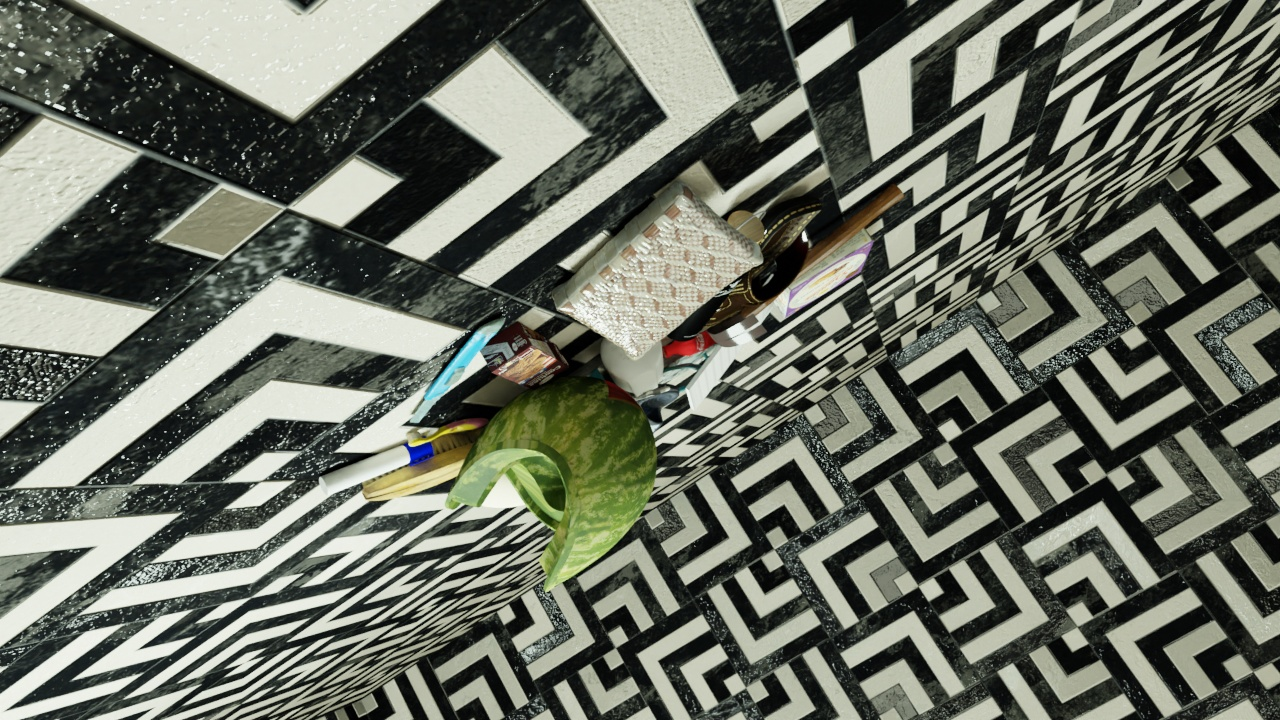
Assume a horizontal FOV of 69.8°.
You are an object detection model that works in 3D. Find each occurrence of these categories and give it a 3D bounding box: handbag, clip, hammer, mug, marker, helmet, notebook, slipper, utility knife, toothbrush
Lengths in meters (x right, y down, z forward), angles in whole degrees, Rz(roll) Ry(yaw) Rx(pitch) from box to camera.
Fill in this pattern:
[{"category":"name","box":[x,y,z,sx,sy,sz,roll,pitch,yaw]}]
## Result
[{"category":"handbag","box":[0.016,-0.086,0.915,0.124,0.047,0.186,33,122,-33]},{"category":"clip","box":[-0.039,0.029,1.321,0.113,0.028,0.127,-34,166,-13]},{"category":"hammer","box":[0.226,-0.131,1.261,0.323,0.033,0.115,-39,-159,4]},{"category":"mug","box":[-0.189,0.147,1.265,0.120,0.096,0.099,-43,155,23]},{"category":"marker","box":[-0.307,0.124,1.073,0.132,0.027,0.023,-21,177,-36]},{"category":"helmet","box":[-0.091,0.133,1.134,0.244,0.213,0.246,-58,168,20]},{"category":"notebook","box":[0.137,-0.023,1.380,0.209,0.009,0.143,-52,166,-8]},{"category":"slipper","box":[0.049,0.026,1.395,0.268,0.054,0.098,-23,163,-49]},{"category":"slipper","box":[-0.054,0.122,1.321,0.268,0.083,0.110,-31,161,9]},{"category":"utility knife","box":[-0.199,0.016,0.966,0.031,0.015,0.206,-11,157,-44]},{"category":"toothbrush","box":[-0.235,0.084,1.122,0.021,0.016,0.135,-42,165,30]},{"category":"slipper","box":[0.144,-0.104,1.148,0.112,0.075,0.269,-20,162,-38]}]

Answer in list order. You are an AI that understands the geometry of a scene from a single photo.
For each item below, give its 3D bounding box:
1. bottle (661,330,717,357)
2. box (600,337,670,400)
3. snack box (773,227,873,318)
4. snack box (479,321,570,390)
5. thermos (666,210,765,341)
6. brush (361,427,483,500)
[{"category":"bottle","box":[0.078,-0.028,1.348,0.118,0.036,0.036,-21,162,-36]},{"category":"box","box":[-0.007,0.010,1.197,0.083,0.092,0.166,-26,168,-2]},{"category":"snack box","box":[0.270,-0.135,1.380,0.143,0.040,0.148,-31,166,-2]},{"category":"snack box","box":[-0.126,-0.003,1.014,0.051,0.031,0.141,-33,166,5]},{"category":"thermos","box":[0.084,-0.101,1.061,0.061,0.061,0.232,-24,164,-29]},{"category":"brush","box":[-0.260,0.128,1.150,0.194,0.043,0.059,-19,160,-39]}]
